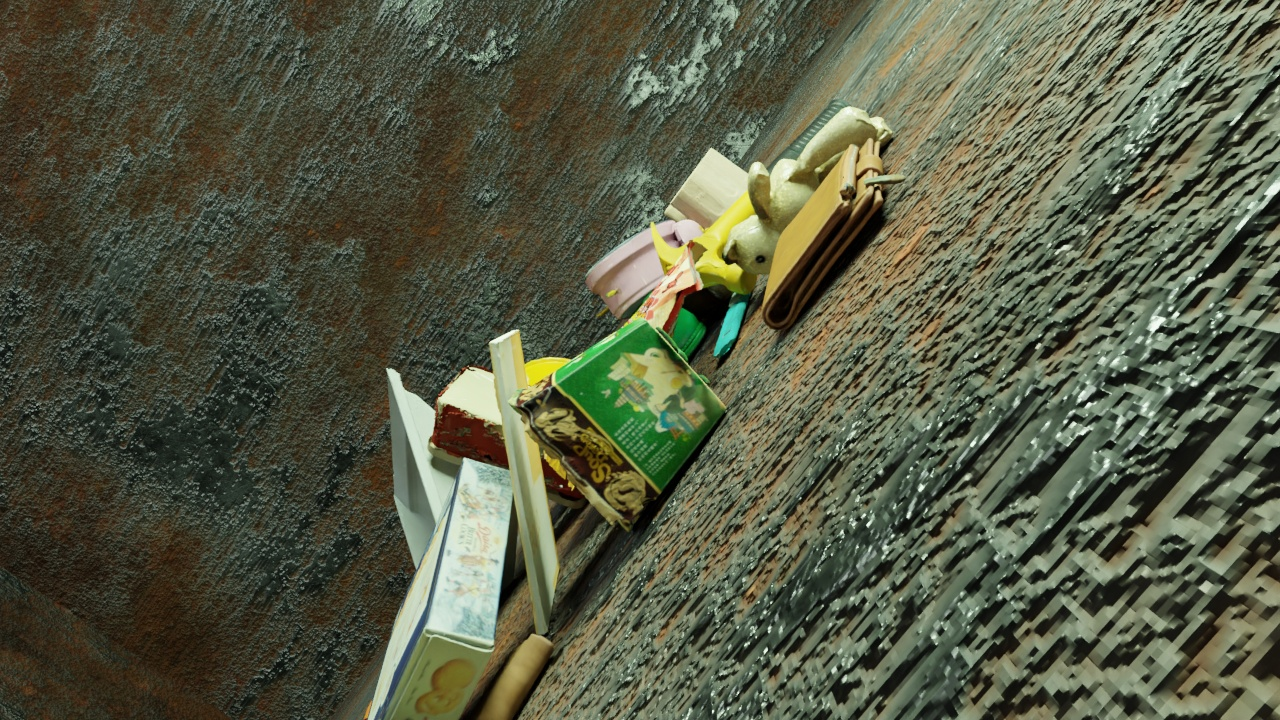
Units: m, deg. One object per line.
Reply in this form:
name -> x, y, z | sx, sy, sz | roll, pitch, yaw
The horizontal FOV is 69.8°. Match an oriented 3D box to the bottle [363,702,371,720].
bottle -> -0.195, 0.317, 0.680 | 0.067, 0.066, 0.149 | -50, 13, 44

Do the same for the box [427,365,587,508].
box -> -0.114, 0.067, 0.896 | 0.091, 0.168, 0.081 | -62, -11, -59

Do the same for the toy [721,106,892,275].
toy -> 0.127, -0.129, 0.710 | 0.157, 0.066, 0.105 | -48, -26, 23

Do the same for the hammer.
hammer -> 0.121, -0.165, 0.878 | 0.299, 0.129, 0.033 | -46, -44, -31

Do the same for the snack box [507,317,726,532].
snack box -> -0.009, 0.034, 0.617 | 0.105, 0.118, 0.117 | -41, 5, 1

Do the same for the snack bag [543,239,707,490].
snack bag -> -0.004, 0.004, 0.751 | 0.208, 0.073, 0.128 | -61, 4, 20

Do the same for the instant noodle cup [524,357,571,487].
instant noodle cup -> -0.098, 0.079, 1.021 | 0.138, 0.138, 0.109 | -53, 14, 17

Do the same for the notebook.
notebook -> -0.086, 0.082, 0.693 | 0.146, 0.010, 0.206 | -106, 7, -85

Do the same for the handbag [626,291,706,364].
handbag -> 0.002, -0.001, 0.922 | 0.120, 0.068, 0.131 | -56, 5, -21

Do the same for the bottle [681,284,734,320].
bottle -> 0.069, -0.074, 0.950 | 0.079, 0.044, 0.195 | -47, 2, -13

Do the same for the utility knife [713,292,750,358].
utility knife -> 0.079, -0.039, 0.772 | 0.029, 0.013, 0.151 | -48, 7, 27

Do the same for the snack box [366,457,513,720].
snack box -> -0.143, 0.190, 0.635 | 0.182, 0.045, 0.178 | -96, 30, -62

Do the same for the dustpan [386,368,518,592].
dustpan -> -0.225, 0.180, 0.954 | 0.142, 0.258, 0.223 | -38, -30, -41

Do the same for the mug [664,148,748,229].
mug -> 0.090, -0.170, 1.049 | 0.084, 0.103, 0.125 | -56, 5, -27

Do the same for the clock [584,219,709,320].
clock -> 0.019, -0.103, 0.987 | 0.158, 0.060, 0.117 | -33, -6, -12

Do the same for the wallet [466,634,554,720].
wallet -> -0.099, 0.228, 0.592 | 0.101, 0.020, 0.115 | -56, 2, -28

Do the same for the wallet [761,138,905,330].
wallet -> 0.122, -0.093, 0.600 | 0.119, 0.035, 0.130 | -52, 7, 31
